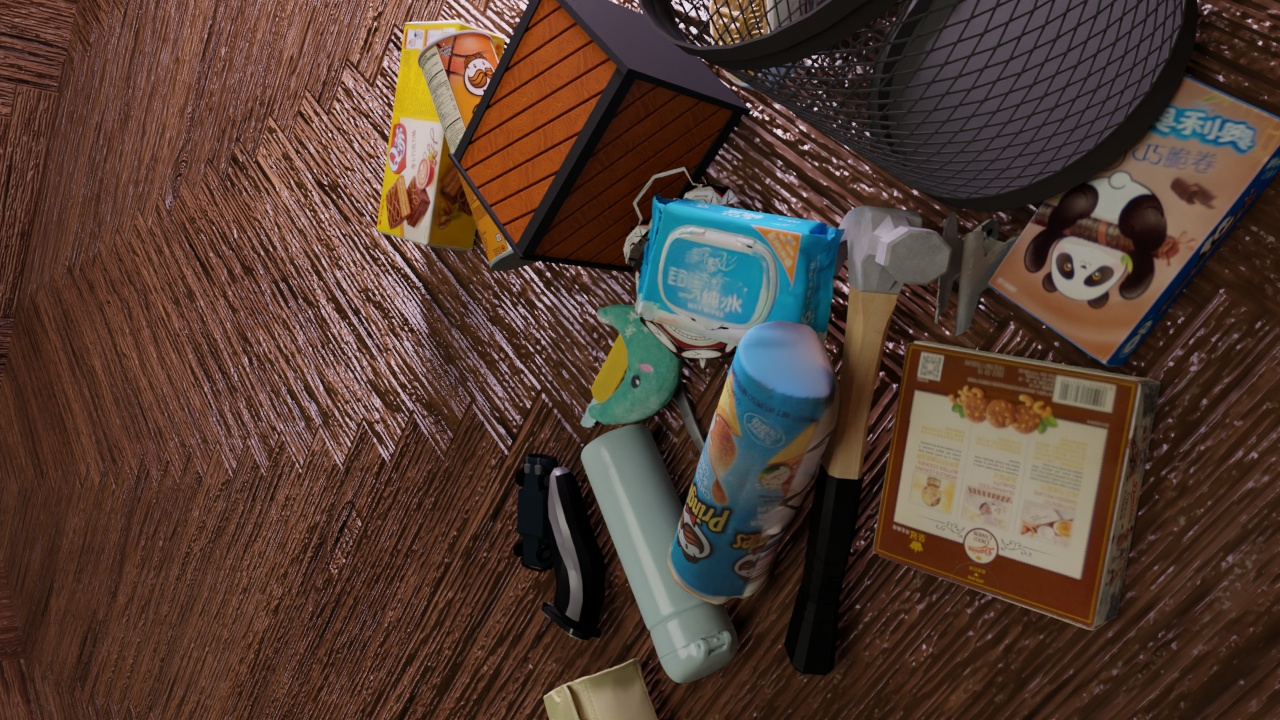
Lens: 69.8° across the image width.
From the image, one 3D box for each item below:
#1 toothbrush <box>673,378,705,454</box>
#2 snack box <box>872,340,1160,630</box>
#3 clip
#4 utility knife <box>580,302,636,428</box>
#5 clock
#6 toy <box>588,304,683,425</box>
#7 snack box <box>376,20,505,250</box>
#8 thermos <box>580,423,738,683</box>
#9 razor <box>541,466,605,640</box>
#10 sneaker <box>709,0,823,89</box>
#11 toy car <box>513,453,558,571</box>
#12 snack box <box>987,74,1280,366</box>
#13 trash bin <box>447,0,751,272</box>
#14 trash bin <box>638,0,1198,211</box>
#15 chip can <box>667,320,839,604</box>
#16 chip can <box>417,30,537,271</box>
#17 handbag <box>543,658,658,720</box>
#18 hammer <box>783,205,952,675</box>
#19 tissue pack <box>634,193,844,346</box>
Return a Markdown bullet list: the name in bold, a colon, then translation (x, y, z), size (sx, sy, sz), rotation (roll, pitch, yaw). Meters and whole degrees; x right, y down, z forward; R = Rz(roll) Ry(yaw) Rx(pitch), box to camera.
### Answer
- **toothbrush**: translation (0.041, 0.046, 0.771), size (0.013, 0.013, 0.167), rotation (-38, 61, 36)
- **snack box**: translation (0.226, 0.070, 0.567), size (0.143, 0.041, 0.147), rotation (13, 98, 44)
- **clip**: translation (0.217, -0.058, 0.571), size (0.058, 0.102, 0.050), rotation (-26, 54, -4)
- **utility knife**: translation (-0.015, -0.010, 0.821), size (0.030, 0.017, 0.179), rotation (49, 118, 39)
- **clock**: translation (0.049, -0.078, 0.721), size (0.115, 0.064, 0.154), rotation (-28, 87, 38)
- **toy**: translation (-0.005, 0.005, 0.779), size (0.085, 0.033, 0.105), rotation (4, 83, 27)
- **snack box**: translation (-0.219, -0.242, 0.994), size (0.110, 0.061, 0.230), rotation (19, 102, 43)
- **thermos**: translation (0.015, 0.157, 0.756), size (0.206, 0.065, 0.078), rotation (66, 151, 22)
- **razor**: translation (-0.062, 0.175, 0.842), size (0.060, 0.057, 0.156), rotation (-5, 76, 16)
- **sneaker**: translation (0.107, -0.287, 0.661), size (0.119, 0.087, 0.240), rotation (130, 147, -58)
- **toy car**: translation (-0.097, 0.146, 0.887), size (0.046, 0.034, 0.112), rotation (1, 89, 44)
- **snack box**: translation (0.280, -0.082, 0.522), size (0.087, 0.034, 0.151), rotation (46, 119, 35)
- **trash bin**: translation (-0.038, -0.188, 0.762), size (0.172, 0.139, 0.139), rotation (-55, 55, 29)
- **trash bin**: translation (0.153, -0.209, 0.485), size (0.218, 0.227, 0.217), rotation (-22, 58, 41)
- **chip can**: translation (0.078, 0.079, 0.635), size (0.080, 0.079, 0.230), rotation (51, 145, 32)
- **chip can**: translation (-0.143, -0.200, 0.882), size (0.075, 0.075, 0.215), rotation (-24, 84, 42)
- **handbag**: translation (-0.029, 0.331, 0.787), size (0.111, 0.081, 0.119), rotation (-45, 61, 48)
- **hammer**: translation (0.139, 0.060, 0.625), size (0.131, 0.039, 0.328), rotation (-105, 20, -74)
- **tissue pack**: translation (0.062, -0.058, 0.637), size (0.144, 0.061, 0.093), rotation (16, 111, 25)
